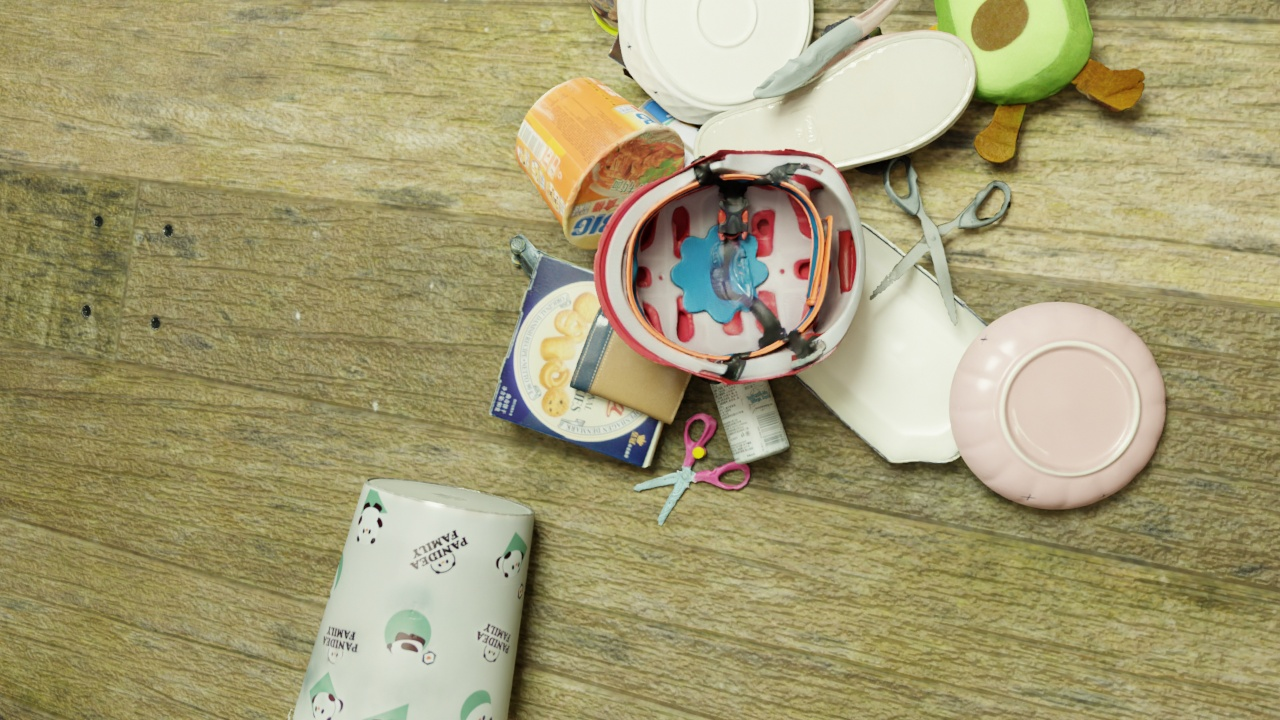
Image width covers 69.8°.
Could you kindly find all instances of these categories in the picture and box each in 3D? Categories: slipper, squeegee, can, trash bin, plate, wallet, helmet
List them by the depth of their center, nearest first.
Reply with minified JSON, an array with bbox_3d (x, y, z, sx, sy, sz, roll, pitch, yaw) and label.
[{"bbox_3d":[0.381,0.042,0.830,0.192,0.039,0.192,0,92,5],"label":"plate"},{"bbox_3d":[0.199,-0.315,0.844,0.249,0.040,0.248,-43,39,-5],"label":"squeegee"},{"bbox_3d":[0.080,-0.083,0.858,0.240,0.144,0.207,-4,91,2],"label":"helmet"},{"bbox_3d":[0.182,-0.232,0.882,0.275,0.054,0.114,-18,96,19],"label":"slipper"},{"bbox_3d":[0.079,-0.340,0.905,0.204,0.045,0.205,-3,104,-10],"label":"plate"},{"bbox_3d":[0.236,-0.018,0.908,0.265,0.034,0.162,44,101,15],"label":"plate"},{"bbox_3d":[-0.006,0.005,0.935,0.115,0.033,0.090,21,97,2],"label":"wallet"},{"bbox_3d":[0.103,0.030,0.940,0.058,0.058,0.146,-20,82,17],"label":"can"},{"bbox_3d":[0.051,-0.217,0.966,0.134,0.053,0.053,44,102,15],"label":"can"},{"bbox_3d":[-0.225,0.265,0.969,0.230,0.229,0.252,11,86,19],"label":"trash bin"}]

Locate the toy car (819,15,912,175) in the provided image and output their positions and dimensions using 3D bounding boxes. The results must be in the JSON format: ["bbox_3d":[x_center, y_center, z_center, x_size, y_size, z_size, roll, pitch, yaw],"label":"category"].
[{"bbox_3d":[0.222,-0.262,0.913,0.070,0.042,0.158,-17,94,20],"label":"toy car"}]

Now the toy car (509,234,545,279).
[{"bbox_3d":[-0.115,-0.104,1.028,0.034,0.043,0.090,-37,79,-14],"label":"toy car"}]

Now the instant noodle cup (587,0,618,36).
[{"bbox_3d":[-0.023,-0.413,0.959,0.112,0.123,0.111,-1,88,18],"label":"instant noodle cup"}]

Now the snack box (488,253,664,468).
[{"bbox_3d":[-0.048,-0.001,0.977,0.182,0.045,0.178,18,95,4],"label":"snack box"}]

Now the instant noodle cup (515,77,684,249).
[{"bbox_3d":[-0.047,-0.204,0.926,0.151,0.151,0.111,-47,66,12],"label":"instant noodle cup"}]

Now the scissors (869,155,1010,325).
[{"bbox_3d":[0.285,-0.119,0.879,0.159,0.014,0.178,-13,79,1],"label":"scissors"}]

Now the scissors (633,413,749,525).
[{"bbox_3d":[0.058,0.125,0.977,0.118,0.017,0.133,30,103,13],"label":"scissors"}]

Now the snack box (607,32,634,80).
[{"bbox_3d":[0.043,-0.332,0.947,0.125,0.053,0.113,26,97,-10],"label":"snack box"}]

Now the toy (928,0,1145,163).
[{"bbox_3d":[0.342,-0.317,0.848,0.228,0.089,0.246,-26,80,30],"label":"toy"}]
